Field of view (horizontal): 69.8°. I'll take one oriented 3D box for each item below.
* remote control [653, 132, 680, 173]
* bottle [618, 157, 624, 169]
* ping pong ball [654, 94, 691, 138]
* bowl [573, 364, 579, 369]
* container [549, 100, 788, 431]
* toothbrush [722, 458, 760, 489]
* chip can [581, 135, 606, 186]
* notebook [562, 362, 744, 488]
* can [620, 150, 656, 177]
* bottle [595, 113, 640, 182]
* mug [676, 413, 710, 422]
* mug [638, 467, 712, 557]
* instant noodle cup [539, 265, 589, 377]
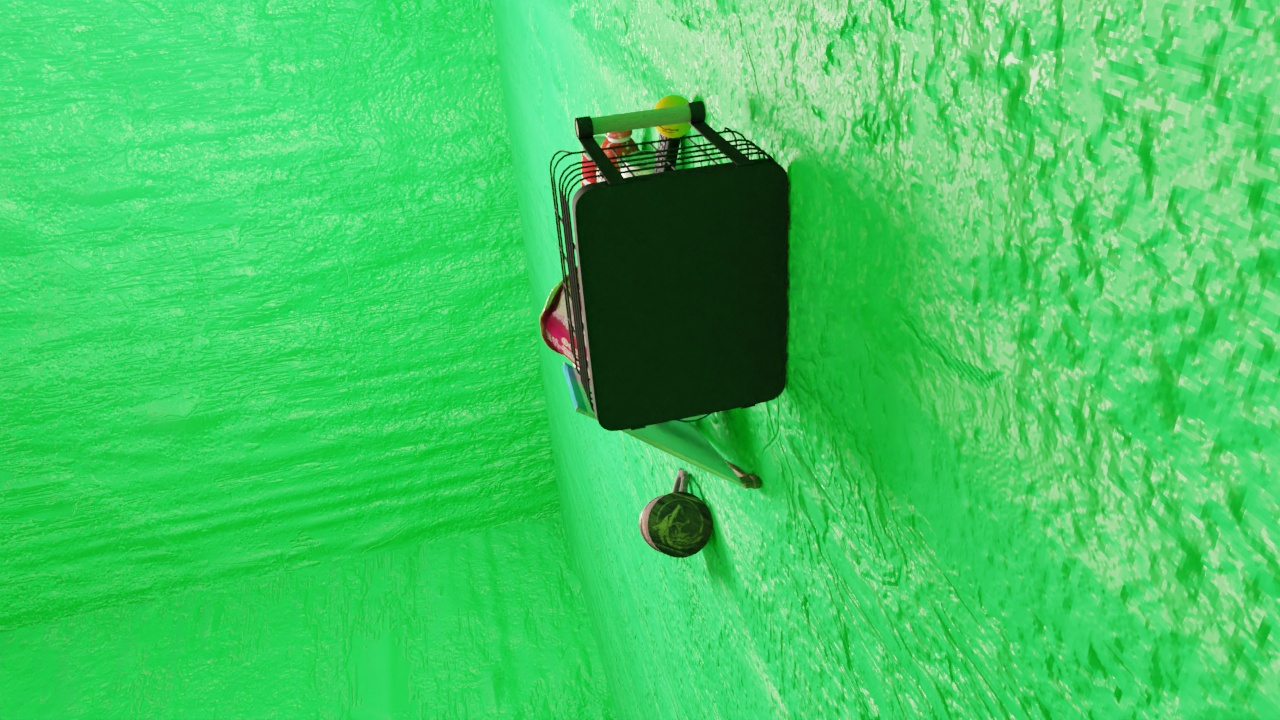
[{"bbox_3d":[0.024,-0.195,0.967,0.032,0.015,0.137,-113,26,-49],"label":"remote control"},{"bbox_3d":[0.001,-0.189,1.095,0.043,0.043,0.111,-126,26,-67],"label":"bottle"},{"bbox_3d":[0.032,-0.234,0.881,0.040,0.040,0.040,169,91,-80],"label":"ping pong ball"},{"bbox_3d":[-0.007,0.007,1.175,0.074,0.144,0.144,-55,25,13],"label":"bowl"},{"bbox_3d":[0.021,-0.073,0.756,0.130,0.162,0.242,-117,19,-58],"label":"container"},{"bbox_3d":[0.094,0.117,0.963,0.167,0.016,0.016,-170,72,-80],"label":"toothbrush"},{"bbox_3d":[-0.064,-0.240,1.363,0.215,0.051,0.051,98,159,-59],"label":"chip can"},{"bbox_3d":[0.003,0.062,0.978,0.009,0.181,0.253,-63,10,5],"label":"notebook"},{"bbox_3d":[0.007,-0.180,1.031,0.055,0.055,0.102,-114,16,-52],"label":"can"},{"bbox_3d":[-0.025,-0.235,1.133,0.062,0.062,0.138,-112,14,-47],"label":"bottle"},{"bbox_3d":[0.038,0.000,0.963,0.076,0.075,0.112,-124,13,-66],"label":"mug"},{"bbox_3d":[0.046,0.191,1.169,0.107,0.080,0.115,128,159,-78],"label":"mug"},{"bbox_3d":[-0.014,-0.043,1.012,0.077,0.178,0.179,54,158,30],"label":"instant noodle cup"}]
